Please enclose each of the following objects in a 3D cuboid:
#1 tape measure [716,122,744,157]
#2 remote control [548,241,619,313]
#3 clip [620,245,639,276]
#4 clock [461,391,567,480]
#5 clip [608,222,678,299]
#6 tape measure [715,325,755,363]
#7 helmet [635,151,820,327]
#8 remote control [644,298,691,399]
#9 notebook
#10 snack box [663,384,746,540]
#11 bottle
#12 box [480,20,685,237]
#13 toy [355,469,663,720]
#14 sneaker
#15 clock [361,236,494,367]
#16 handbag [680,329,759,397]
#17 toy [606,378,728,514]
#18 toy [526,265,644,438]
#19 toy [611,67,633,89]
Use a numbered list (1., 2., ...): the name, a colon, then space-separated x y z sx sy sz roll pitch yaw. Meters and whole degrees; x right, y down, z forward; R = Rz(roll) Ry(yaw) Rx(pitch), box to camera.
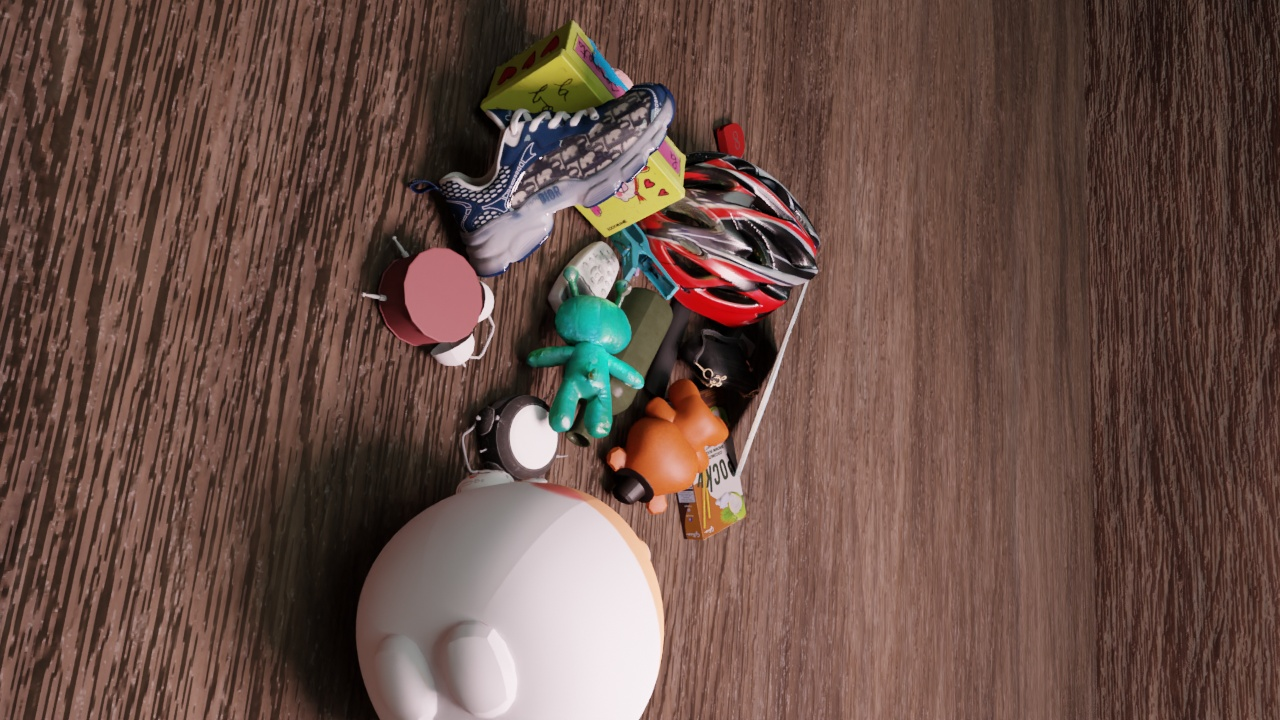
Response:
1. tape measure: 0.132 -0.313 1.332 0.051 0.019 0.059 -34 118 -48
2. remote control: -0.064 -0.091 1.072 0.060 0.028 0.114 56 48 -28
3. clip: -0.011 -0.130 1.151 0.045 0.014 0.051 -4 92 -46
4. clock: -0.128 0.082 0.966 0.122 0.044 0.091 -18 99 -49
5. clip: 0.003 -0.125 1.105 0.103 0.027 0.120 20 34 -44
6. tape measure: 0.136 -0.019 1.287 0.059 0.038 0.058 56 48 -29
7. helmet: 0.112 -0.167 1.203 0.271 0.167 0.217 26 57 -31
8. remote control: 0.038 -0.015 1.190 0.033 0.015 0.146 41 56 -38
9. notebook: 0.183 0.013 1.250 0.181 0.009 0.252 101 12 -45
10. snack box: 0.084 0.132 1.214 0.100 0.032 0.186 -16 97 -49
11. bottle: -0.030 0.009 1.067 0.071 0.072 0.206 50 51 -33
12. box: -0.058 -0.252 1.021 0.221 0.125 0.079 43 39 -39
13. toy: -0.106 0.226 0.818 0.280 0.263 0.265 -22 95 -66
14. sneaker: -0.094 -0.209 0.918 0.132 0.269 0.103 52 5 -22
15. clock: -0.197 -0.054 0.899 0.137 0.048 0.096 43 55 -37
16. handbag: 0.109 0.008 1.203 0.128 0.054 0.079 16 32 -46
17. toy: 0.033 0.106 1.108 0.112 0.096 0.175 53 52 -12
18. toy: -0.054 -0.010 0.992 0.130 0.073 0.193 11 62 -11
19. toy: -0.038 -0.303 1.100 0.105 0.053 0.108 8 76 -63
